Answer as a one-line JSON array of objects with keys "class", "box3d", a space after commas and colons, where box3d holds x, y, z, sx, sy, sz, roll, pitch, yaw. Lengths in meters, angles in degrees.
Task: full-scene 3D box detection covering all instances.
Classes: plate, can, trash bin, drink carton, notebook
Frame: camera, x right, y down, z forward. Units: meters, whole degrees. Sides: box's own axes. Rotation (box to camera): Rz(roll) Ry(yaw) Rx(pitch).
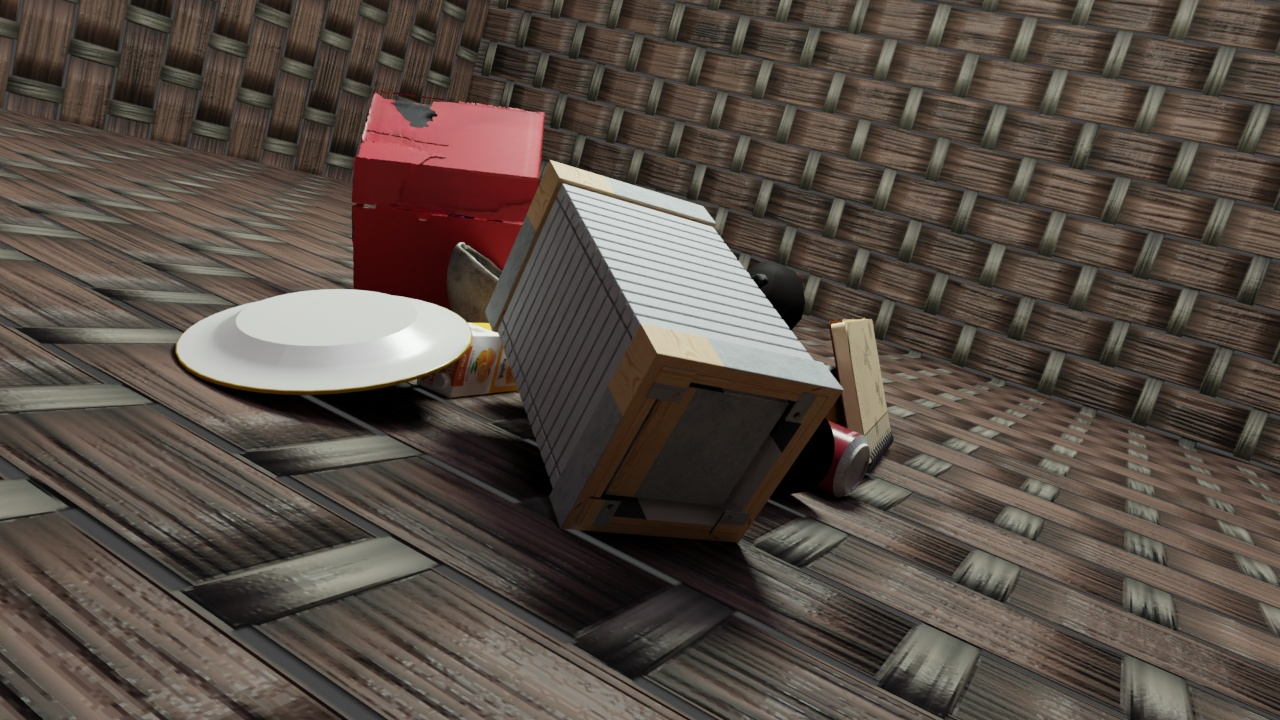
[{"class": "plate", "box3d": [-0.254, -0.027, 0.751, 0.230, 0.021, 0.229, 3, 22, -1]}, {"class": "can", "box3d": [0.158, 0.083, 0.883, 0.114, 0.063, 0.063, 23, 12, 34]}, {"class": "trash bin", "box3d": [0.001, -0.011, 0.673, 0.142, 0.143, 0.246, 11, 32, -30]}, {"class": "drink carton", "box3d": [-0.154, -0.002, 0.861, 0.040, 0.058, 0.122, 21, 10, 24]}, {"class": "notebook", "box3d": [0.262, 0.033, 1.076, 0.024, 0.167, 0.225, -9, 0, 22]}]

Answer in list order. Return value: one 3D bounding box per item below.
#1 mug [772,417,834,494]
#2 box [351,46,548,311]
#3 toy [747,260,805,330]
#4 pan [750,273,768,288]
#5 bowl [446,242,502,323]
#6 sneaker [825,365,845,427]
[{"class": "mug", "box3d": [0.100, 0.069, 0.811, 0.094, 0.085, 0.122, 12, 4, -34]}, {"class": "box", "box3d": [-0.226, -0.209, 1.091, 0.211, 0.318, 0.121, 5, 6, -7]}, {"class": "toy", "box3d": [0.170, -0.042, 1.262, 0.158, 0.184, 0.140, 8, 14, -40]}, {"class": "pan", "box3d": [0.036, -0.089, 1.221, 0.208, 0.067, 0.357, 7, -15, -38]}, {"class": "bowl", "box3d": [-0.152, -0.048, 1.018, 0.178, 0.081, 0.178, 40, 2, -2]}, {"class": "sneaker", "box3d": [0.179, 0.050, 1.068, 0.127, 0.120, 0.294, -5, 1, 18]}]
